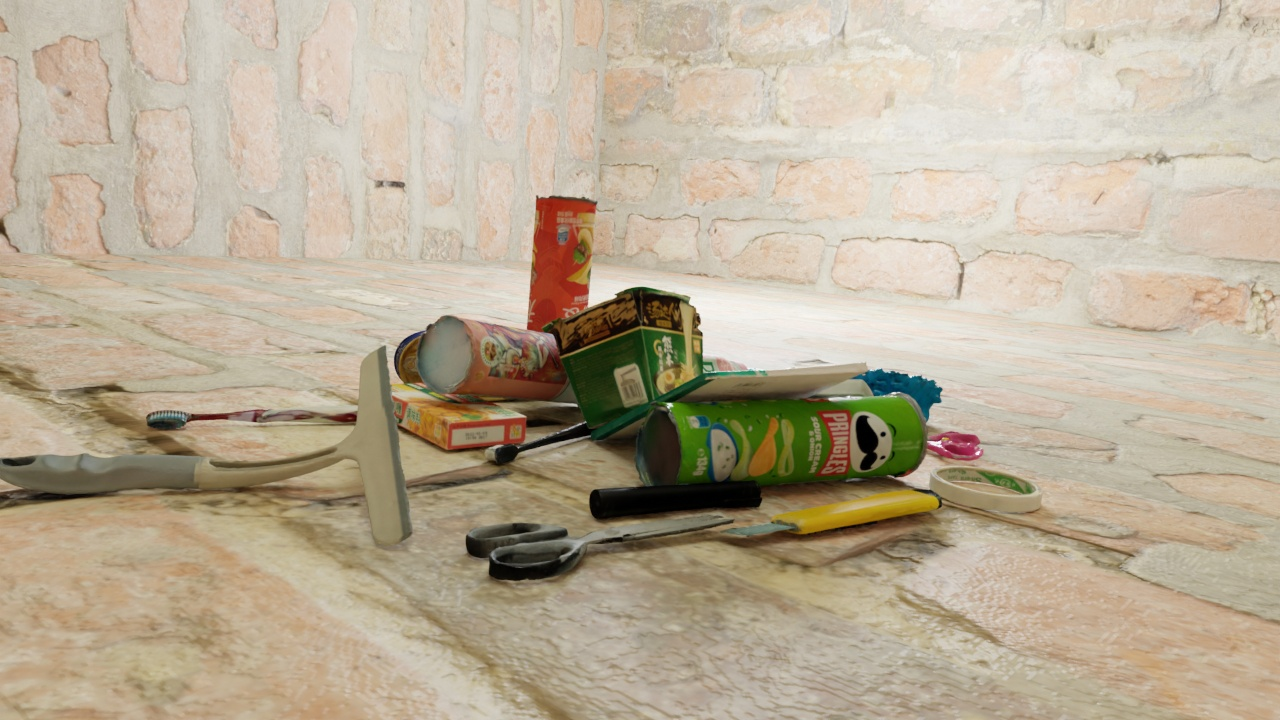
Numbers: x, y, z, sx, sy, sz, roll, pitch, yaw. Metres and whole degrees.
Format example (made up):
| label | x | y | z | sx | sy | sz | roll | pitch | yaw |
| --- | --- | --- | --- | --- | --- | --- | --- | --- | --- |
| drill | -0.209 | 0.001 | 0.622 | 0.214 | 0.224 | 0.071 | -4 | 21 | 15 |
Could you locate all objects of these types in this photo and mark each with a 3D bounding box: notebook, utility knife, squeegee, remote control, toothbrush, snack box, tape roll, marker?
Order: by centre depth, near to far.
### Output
| label | x | y | z | sx | sy | sz | roll | pitch | yaw |
| --- | --- | --- | --- | --- | --- | --- | --- | --- | --- |
| squeegee | -0.286 | 0.069 | 0.608 | 0.246 | 0.039 | 0.246 | -5 | 29 | -17 |
| utility knife | 0.137 | 0.108 | 0.636 | 0.196 | 0.015 | 0.033 | -3 | 4 | -31 |
| marker | 0.027 | 0.097 | 0.643 | 0.131 | 0.020 | 0.022 | 1 | 39 | -28 |
| tape roll | 0.278 | 0.103 | 0.742 | 0.086 | 0.014 | 0.085 | 4 | 9 | -1 |
| notebook | 0.066 | 0.038 | 0.766 | 0.150 | 0.012 | 0.210 | -2 | -16 | -27 |
| toothbrush | -0.318 | 0.049 | 0.786 | 0.187 | 0.016 | 0.017 | 0 | 18 | -24 |
| toothbrush | -0.071 | 0.066 | 0.799 | 0.018 | 0.015 | 0.180 | 0 | 6 | 32 |
| snack box | -0.177 | 0.047 | 0.824 | 0.076 | 0.027 | 0.156 | -1 | 11 | -41 |
| snack box | -0.005 | 0.005 | 0.836 | 0.118 | 0.105 | 0.117 | -22 | -17 | 35 |
| remote control | 0.145 | 0.039 | 0.841 | 0.135 | 0.019 | 0.056 | 0 | -33 | 27 |

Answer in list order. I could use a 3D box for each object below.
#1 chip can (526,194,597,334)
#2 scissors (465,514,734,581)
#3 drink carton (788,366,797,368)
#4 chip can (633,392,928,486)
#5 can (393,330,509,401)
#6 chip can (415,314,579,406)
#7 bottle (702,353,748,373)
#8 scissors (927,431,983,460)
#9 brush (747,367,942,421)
| label | x | y | z | sx | sy | sz | roll | pitch | yaw |
| --- | --- | --- | --- | --- | --- | --- | --- | --- | --- |
| chip can | -0.090 | -0.074 | 1.026 | 0.073 | 0.216 | 0.073 | 6 | 6 | -1 |
| scissors | -0.024 | 0.105 | 0.568 | 0.141 | 0.014 | 0.173 | 7 | 11 | 24 |
| drink carton | 0.141 | 0.040 | 0.945 | 0.046 | 0.053 | 0.122 | 14 | 14 | 39 |
| chip can | 0.115 | 0.064 | 0.725 | 0.235 | 0.072 | 0.072 | -1 | 11 | -26 |
| can | -0.179 | 0.003 | 0.955 | 0.148 | 0.074 | 0.049 | 0 | 8 | -23 |
| chip can | -0.112 | 0.004 | 0.872 | 0.071 | 0.071 | 0.214 | 11 | 1 | 33 |
| bottle | 0.054 | 0.022 | 0.988 | 0.068 | 0.068 | 0.196 | 11 | 7 | 36 |
| scissors | 0.276 | 0.078 | 0.898 | 0.133 | 0.017 | 0.123 | 8 | 12 | 43 |
| brush | 0.183 | 0.029 | 1.058 | 0.315 | 0.060 | 0.109 | 5 | 3 | 19 |
